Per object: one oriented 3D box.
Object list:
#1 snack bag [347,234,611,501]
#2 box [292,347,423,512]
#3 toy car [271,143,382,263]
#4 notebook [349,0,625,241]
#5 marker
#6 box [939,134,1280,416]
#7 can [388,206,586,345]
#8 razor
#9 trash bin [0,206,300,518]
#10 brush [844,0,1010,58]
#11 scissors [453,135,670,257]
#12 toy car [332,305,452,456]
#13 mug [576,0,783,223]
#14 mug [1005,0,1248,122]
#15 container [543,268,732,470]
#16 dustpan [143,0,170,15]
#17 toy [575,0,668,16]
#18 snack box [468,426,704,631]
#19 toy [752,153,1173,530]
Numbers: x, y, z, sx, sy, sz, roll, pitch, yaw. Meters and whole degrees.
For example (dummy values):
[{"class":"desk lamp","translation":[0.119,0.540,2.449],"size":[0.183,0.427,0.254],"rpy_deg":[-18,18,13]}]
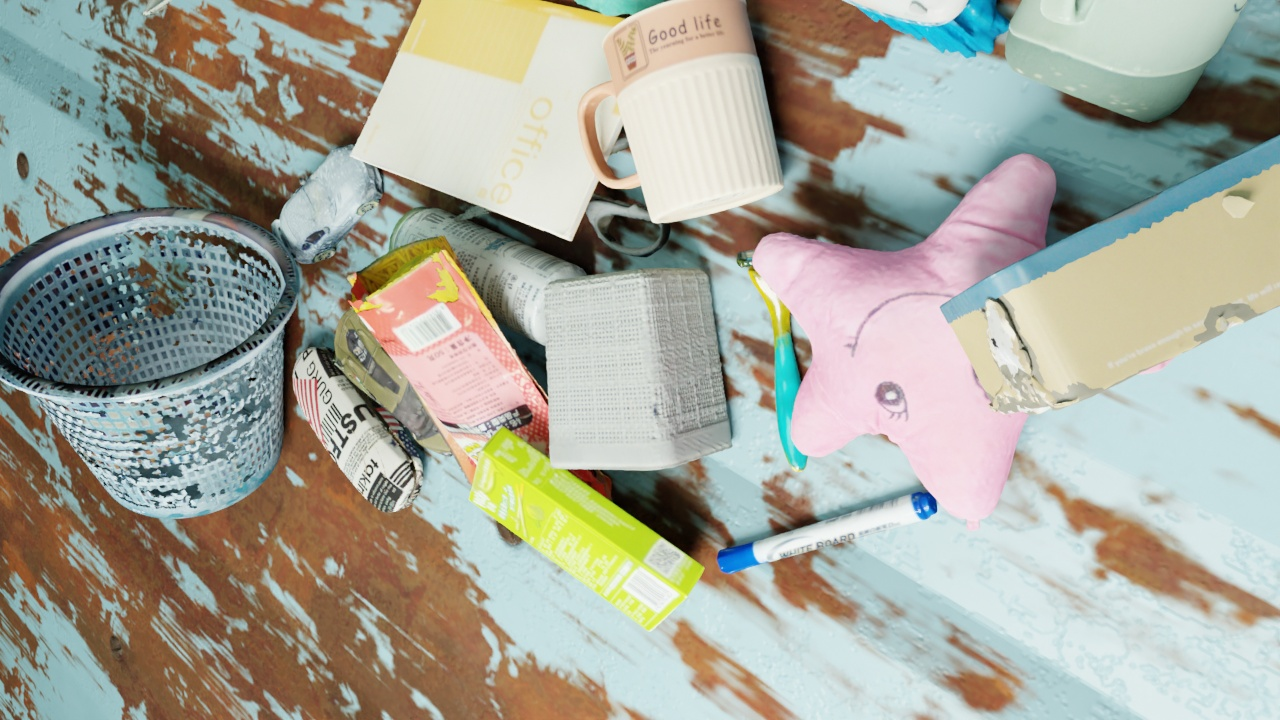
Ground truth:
[{"class":"snack bag","translation":[-0.111,0.021,0.622],"size":[0.129,0.073,0.208],"rpy_deg":[-10,121,39]},{"class":"box","translation":[-0.240,0.056,0.758],"size":[0.164,0.055,0.070],"rpy_deg":[44,138,20]},{"class":"toy car","translation":[-0.257,-0.126,0.748],"size":[0.121,0.036,0.054],"rpy_deg":[-34,79,31]},{"class":"notebook","translation":[-0.097,-0.175,0.615],"size":[0.206,0.010,0.146],"rpy_deg":[25,91,29]},{"class":"marker","translation":[0.108,0.104,0.549],"size":[0.146,0.016,0.017],"rpy_deg":[-25,84,35]},{"class":"box","translation":[0.220,-0.041,0.367],"size":[0.184,0.090,0.060],"rpy_deg":[-28,84,-2]},{"class":"can","translation":[-0.107,-0.061,0.642],"size":[0.147,0.058,0.058],"rpy_deg":[25,111,29]},{"class":"razor","translation":[0.085,-0.001,0.539],"size":[0.043,0.028,0.132],"rpy_deg":[-7,92,4]},{"class":"trash bin","translation":[-0.388,0.015,0.758],"size":[0.226,0.225,0.195],"rpy_deg":[35,139,25]},{"class":"brush","translation":[0.046,-0.253,0.472],"size":[0.314,0.109,0.061],"rpy_deg":[42,121,21]},{"class":"scissors","translation":[-0.048,-0.120,0.598],"size":[0.178,0.014,0.160],"rpy_deg":[47,108,17]},{"class":"toy car","translation":[-0.182,0.014,0.719],"size":[0.158,0.042,0.070],"rpy_deg":[36,117,21]},{"class":"mug","translation":[0.018,-0.136,0.526],"size":[0.115,0.081,0.106],"rpy_deg":[-13,92,28]},{"class":"mug","translation":[0.203,-0.163,0.378],"size":[0.082,0.111,0.106],"rpy_deg":[43,122,37]},{"class":"container","translation":[-0.003,0.003,0.565],"size":[0.090,0.090,0.114],"rpy_deg":[-3,93,34]},{"class":"dustpan","translation":[-0.188,-0.349,0.568],"size":[0.223,0.256,0.143],"rpy_deg":[-8,117,35]},{"class":"toy","translation":[0.006,-0.250,0.549],"size":[0.096,0.030,0.092],"rpy_deg":[23,113,24]},{"class":"snack box","translation":[-0.040,0.112,0.598],"size":[0.156,0.026,0.086],"rpy_deg":[34,146,6]},{"class":"toy","translation":[0.159,-0.001,0.461],"size":[0.195,0.074,0.178],"rpy_deg":[-13,97,30]}]
